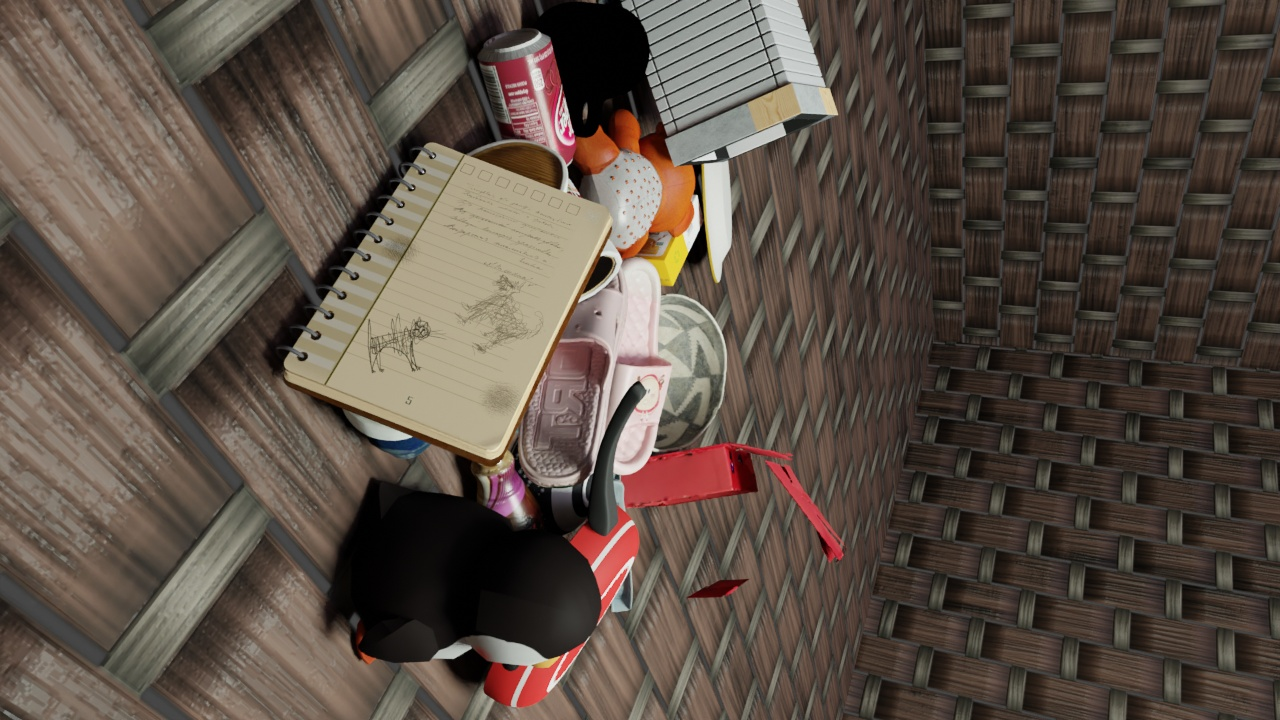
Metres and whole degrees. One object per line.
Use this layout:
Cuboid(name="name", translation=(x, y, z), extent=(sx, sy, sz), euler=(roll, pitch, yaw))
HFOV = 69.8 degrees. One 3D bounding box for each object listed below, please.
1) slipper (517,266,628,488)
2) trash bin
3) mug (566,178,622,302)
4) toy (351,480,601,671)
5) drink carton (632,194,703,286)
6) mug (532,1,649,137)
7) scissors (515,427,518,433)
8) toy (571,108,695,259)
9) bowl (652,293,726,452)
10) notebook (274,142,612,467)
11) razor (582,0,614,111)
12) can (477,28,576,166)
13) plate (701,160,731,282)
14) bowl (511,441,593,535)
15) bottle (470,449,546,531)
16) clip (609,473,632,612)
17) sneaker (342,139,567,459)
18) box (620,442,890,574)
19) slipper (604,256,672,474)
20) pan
Cuboid(name="slipper", translation=(-0.068, -0.004, 0.838), extent=(0.064, 0.094, 0.238), euler=(76, 18, -63))
Cuboid(name="trash bin", translation=(0.084, -0.350, 0.964), extent=(0.142, 0.143, 0.247), euler=(-27, 99, -61))
Cuboid(name="mug", translation=(-0.083, -0.097, 0.820), extent=(0.089, 0.105, 0.073), euler=(57, 11, 19))
Cuboid(name="toy", translation=(-0.119, 0.165, 0.699), extent=(0.158, 0.184, 0.140), euler=(-43, 132, -54))
Cuboid(name="drink carton", translation=(0.027, -0.146, 1.085), extent=(0.040, 0.059, 0.122), euler=(69, 37, -45))
Cuboid(name="mug", translation=(-0.051, -0.271, 0.861), extent=(0.094, 0.085, 0.122), euler=(-31, 129, -58))
Cuboid(name="scissors", translation=(-0.084, 0.037, 0.906), extent=(0.148, 0.019, 0.123), euler=(-51, 132, -24))
Cuboid(name="toy", translation=(-0.008, -0.184, 0.979), extent=(0.172, 0.093, 0.164), euler=(-29, 120, -46))
Cuboid(name="bowl", translation=(0.013, 0.012, 1.049), extent=(0.178, 0.081, 0.178), euler=(-5, 98, -40))
Cuboid(name="notebook", translation=(-0.133, -0.052, 0.655), extent=(0.024, 0.167, 0.224), euler=(108, 4, -59))
Cuboid(name="razor", translation=(-0.044, -0.308, 0.938), extent=(0.043, 0.022, 0.144), euler=(48, 53, -57))
Cuboid(name="can", translation=(-0.097, -0.223, 0.796), extent=(0.063, 0.063, 0.114), euler=(-57, 144, -44))
Cuboid(name="plate", translation=(0.102, -0.217, 1.195), extent=(0.229, 0.021, 0.230), euler=(-2, 89, -80))
Cuboid(name="bowl", translation=(-0.076, 0.122, 0.920), extent=(0.120, 0.066, 0.120), euler=(-26, 119, -61))
Cuboid(name="bottle", translation=(-0.122, 0.133, 0.833), extent=(0.059, 0.060, 0.166), euler=(-53, 141, -48))
Cuboid(name="clip", translation=(-0.025, 0.207, 0.984), extent=(0.174, 0.030, 0.158), euler=(91, -11, -49))
Cuboid(name="sneaker", translation=(-0.135, -0.046, 0.740), extent=(0.127, 0.121, 0.293), euler=(99, 12, -62))
Cuboid(name="box", translation=(0.145, 0.150, 1.078), extent=(0.211, 0.319, 0.121), euler=(30, 73, -73))
Cuboid(name="slipper", translation=(-0.006, 0.005, 0.935), extent=(0.106, 0.056, 0.221), euler=(4, 89, -53))
Cuboid(name="pan", translation=(-0.045, 0.172, 0.827), extent=(0.208, 0.067, 0.357), euler=(-42, 160, -57))
